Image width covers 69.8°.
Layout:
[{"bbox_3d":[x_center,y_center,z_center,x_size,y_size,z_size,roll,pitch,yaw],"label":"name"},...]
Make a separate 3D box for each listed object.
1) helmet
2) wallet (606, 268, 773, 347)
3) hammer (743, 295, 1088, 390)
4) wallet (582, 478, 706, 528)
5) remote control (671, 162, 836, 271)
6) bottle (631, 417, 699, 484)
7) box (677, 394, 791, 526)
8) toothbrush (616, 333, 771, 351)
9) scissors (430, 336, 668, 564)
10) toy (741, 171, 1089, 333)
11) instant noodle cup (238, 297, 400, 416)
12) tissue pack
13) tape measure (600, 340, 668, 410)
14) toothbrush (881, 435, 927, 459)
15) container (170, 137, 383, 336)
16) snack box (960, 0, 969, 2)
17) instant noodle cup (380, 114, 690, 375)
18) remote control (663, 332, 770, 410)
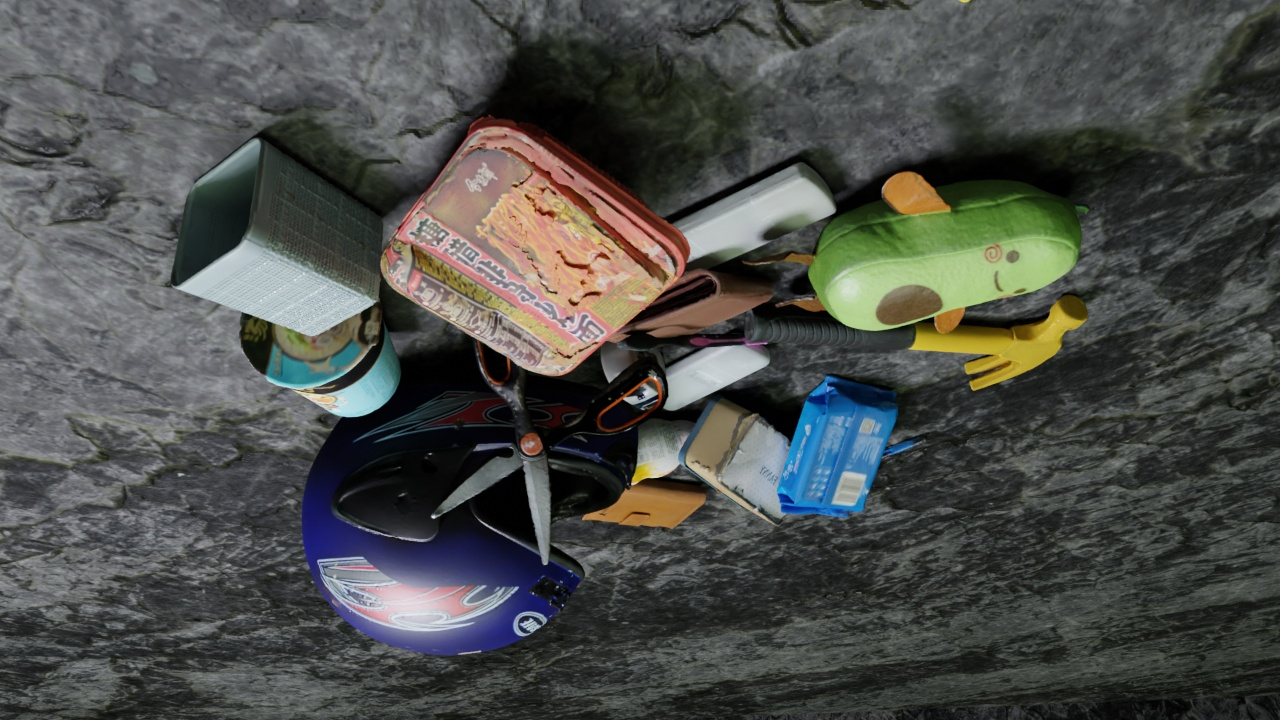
[{"bbox_3d":[-0.160,0.154,0.873,0.316,0.240,0.247,-3,157,9],"label":"helmet"},{"bbox_3d":[0.037,-0.043,0.765,0.125,0.032,0.101,-21,166,30],"label":"wallet"},{"bbox_3d":[0.242,-0.022,0.837,0.300,0.032,0.129,4,148,-11],"label":"hammer"},{"bbox_3d":[0.003,0.181,1.162,0.131,0.031,0.108,11,145,-20],"label":"wallet"},{"bbox_3d":[0.070,-0.102,0.695,0.150,0.021,0.058,-21,151,28],"label":"remote control"},{"bbox_3d":[0.019,0.092,0.981,0.108,0.063,0.063,-16,150,-6],"label":"bottle"},{"bbox_3d":[0.113,0.107,0.978,0.062,0.089,0.184,25,168,42],"label":"box"},{"bbox_3d":[0.053,-0.017,0.794,0.188,0.014,0.018,-3,176,-43],"label":"toothbrush"},{"bbox_3d":[-0.083,0.050,0.770,0.234,0.221,0.022,-25,176,-7],"label":"scissors"},{"bbox_3d":[0.208,-0.075,0.690,0.247,0.089,0.227,-13,155,22],"label":"toy"},{"bbox_3d":[-0.250,-0.008,0.754,0.111,0.111,0.120,-4,157,1],"label":"instant noodle cup"},{"bbox_3d":[0.205,0.092,0.962,0.095,0.052,0.157,10,107,-21],"label":"tissue pack"},{"bbox_3d":[-0.005,0.005,0.827,0.034,0.065,0.066,-25,145,25],"label":"tape measure"},{"bbox_3d":[0.261,0.125,1.106,0.190,0.014,0.016,-28,142,35],"label":"toothbrush"},{"bbox_3d":[-0.248,-0.079,0.645,0.090,0.089,0.111,-22,147,30],"label":"container"},{"bbox_3d":[0.176,-0.251,0.446,0.086,0.033,0.141,14,147,-26],"label":"snack box"},{"bbox_3d":[-0.072,-0.083,0.634,0.164,0.078,0.189,33,137,-20],"label":"instant noodle cup"},{"bbox_3d":[0.060,0.012,0.889,0.055,0.020,0.136,25,140,-37],"label":"remote control"}]
